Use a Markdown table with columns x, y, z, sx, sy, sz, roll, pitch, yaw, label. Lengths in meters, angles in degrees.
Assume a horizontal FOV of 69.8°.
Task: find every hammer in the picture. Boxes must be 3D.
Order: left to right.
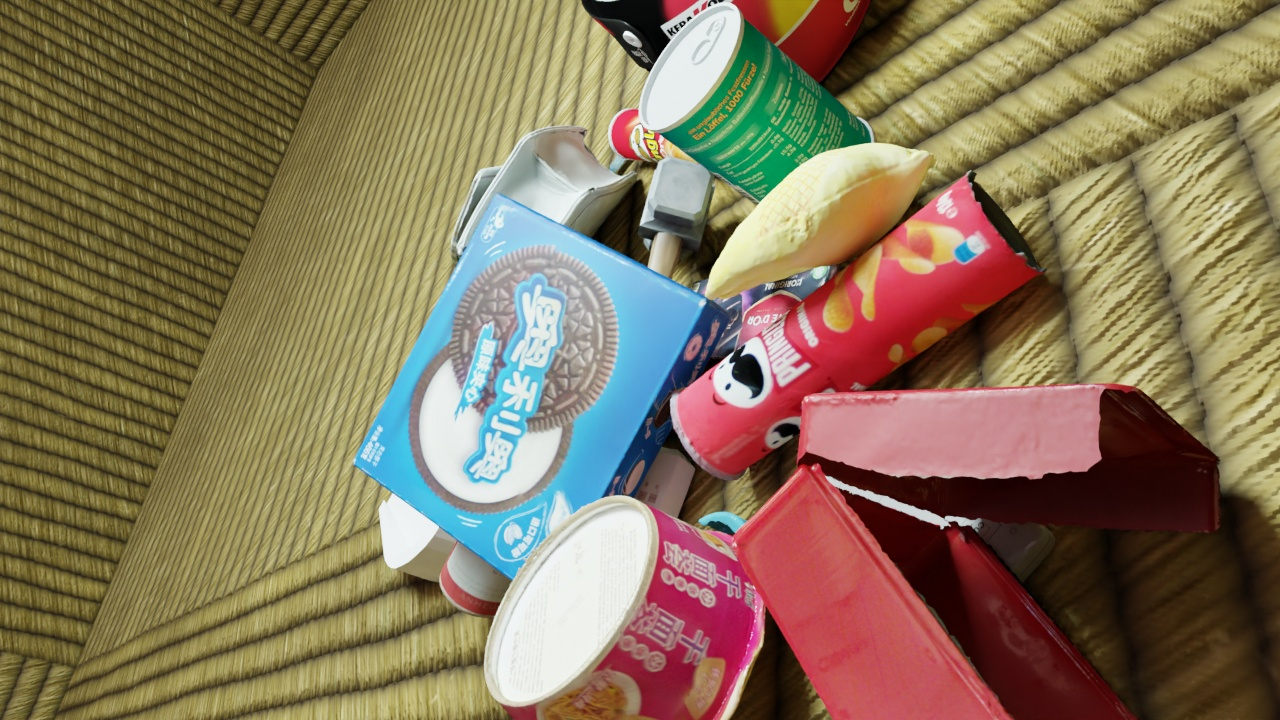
| x | y | z | sx | sy | sz | roll | pitch | yaw | label |
| --- | --- | --- | --- | --- | --- | --- | --- | --- | --- |
| -0.004 | 0.004 | 0.726 | 0.117 | 0.051 | 0.322 | 100 | -175 | -81 | hammer |

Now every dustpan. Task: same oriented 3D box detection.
| x | y | z | sx | sy | sz | roll | pitch | yaw | label |
| --- | --- | --- | --- | --- | --- | --- | --- | --- | --- |
| -0.216 | 0.119 | 0.957 | 0.191 | 0.053 | 0.258 | -61 | 32 | 1 | dustpan |

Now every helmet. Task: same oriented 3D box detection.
| x | y | z | sx | sy | sz | roll | pitch | yaw | label |
| --- | --- | --- | --- | --- | --- | --- | --- | --- | --- |
| 0.056 | -0.332 | 0.760 | 0.271 | 0.224 | 0.197 | 24 | 86 | 57 | helmet |

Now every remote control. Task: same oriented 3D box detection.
| x | y | z | sx | sy | sz | roll | pitch | yaw | label |
| --- | --- | --- | --- | --- | --- | --- | --- | --- | --- |
| -0.002 | 0.132 | 0.668 | 0.050 | 0.024 | 0.143 | 3 | 67 | 56 | remote control |
| 0.148 | 0.079 | 0.500 | 0.074 | 0.019 | 0.151 | -54 | 33 | 11 | remote control |

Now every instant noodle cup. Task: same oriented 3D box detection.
| x | y | z | sx | sy | sz | roll | pitch | yaw | label |
| --- | --- | --- | --- | --- | --- | --- | --- | --- | --- |
| -0.020 | 0.157 | 0.541 | 0.179 | 0.077 | 0.178 | -39 | 24 | 21 | instant noodle cup |

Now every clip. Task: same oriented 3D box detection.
| x | y | z | sx | sy | sz | roll | pitch | yaw | label |
| --- | --- | --- | --- | --- | --- | --- | --- | --- | --- |
| 0.067 | 0.144 | 0.561 | 0.130 | 0.031 | 0.121 | 18 | 77 | 59 | clip |

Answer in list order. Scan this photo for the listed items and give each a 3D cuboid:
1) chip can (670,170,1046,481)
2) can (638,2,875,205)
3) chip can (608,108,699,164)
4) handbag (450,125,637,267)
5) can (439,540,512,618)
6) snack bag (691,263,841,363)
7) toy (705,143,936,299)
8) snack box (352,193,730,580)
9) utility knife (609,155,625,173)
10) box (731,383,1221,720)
| x | y | z | sx | sy | sz | roll | pitch | yaw | label |
| --- | --- | --- | --- | --- | --- | --- | --- | --- | --- |
| 0.123 | -0.013 | 0.559 | 0.234 | 0.073 | 0.073 | -39 | 38 | 30 | chip can |
| 0.085 | -0.172 | 0.665 | 0.099 | 0.144 | 0.099 | -35 | 40 | 36 | can |
| 0.040 | -0.204 | 0.844 | 0.052 | 0.051 | 0.215 | -61 | 32 | 0 | chip can |
| -0.093 | -0.146 | 0.871 | 0.142 | 0.096 | 0.198 | -47 | 3 | 19 | handbag |
| -0.105 | 0.131 | 0.751 | 0.170 | 0.067 | 0.067 | -61 | 30 | 20 | can |
| 0.081 | -0.032 | 0.686 | 0.155 | 0.018 | 0.074 | -3 | 62 | 52 | snack bag |
| 0.115 | -0.090 | 0.586 | 0.155 | 0.064 | 0.170 | -33 | -2 | 25 | toy |
| -0.077 | 0.024 | 0.671 | 0.196 | 0.056 | 0.239 | 29 | 92 | 24 | snack box |
| -0.053 | -0.172 | 0.987 | 0.225 | 0.015 | 0.031 | -52 | 34 | 21 | utility knife |
| 0.130 | 0.097 | 0.366 | 0.147 | 0.157 | 0.156 | 2 | 77 | 44 | box |
